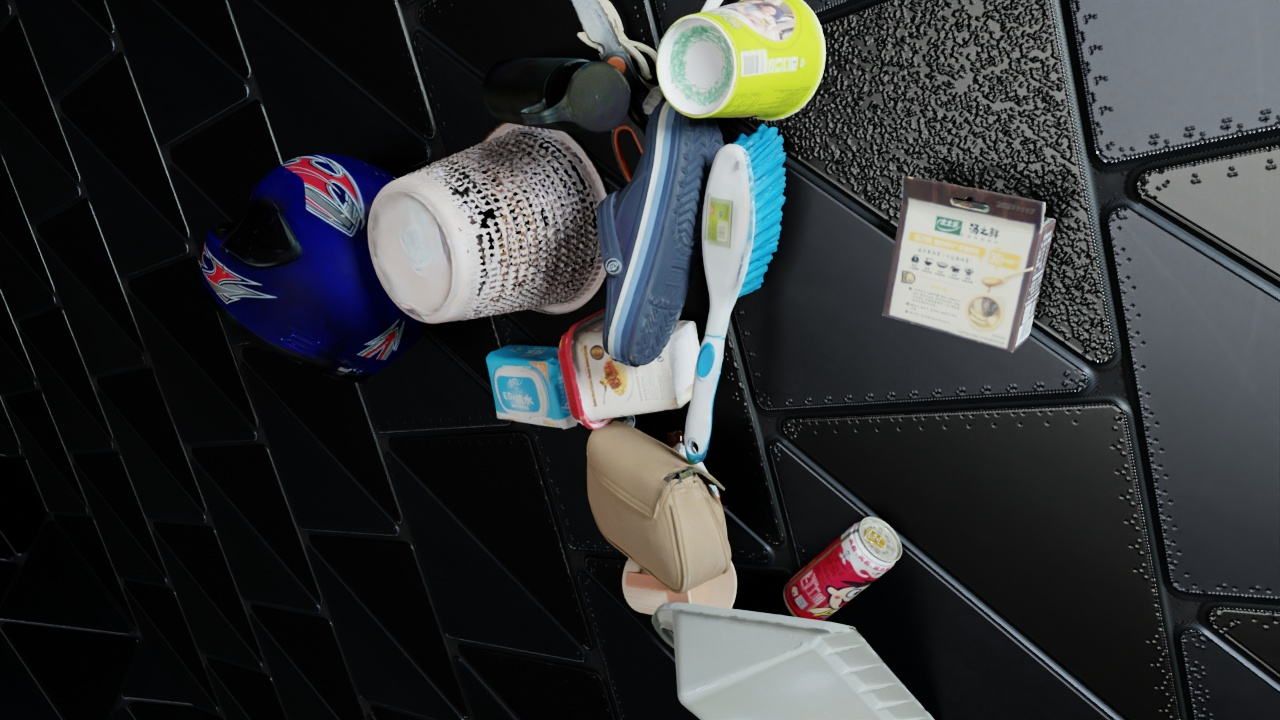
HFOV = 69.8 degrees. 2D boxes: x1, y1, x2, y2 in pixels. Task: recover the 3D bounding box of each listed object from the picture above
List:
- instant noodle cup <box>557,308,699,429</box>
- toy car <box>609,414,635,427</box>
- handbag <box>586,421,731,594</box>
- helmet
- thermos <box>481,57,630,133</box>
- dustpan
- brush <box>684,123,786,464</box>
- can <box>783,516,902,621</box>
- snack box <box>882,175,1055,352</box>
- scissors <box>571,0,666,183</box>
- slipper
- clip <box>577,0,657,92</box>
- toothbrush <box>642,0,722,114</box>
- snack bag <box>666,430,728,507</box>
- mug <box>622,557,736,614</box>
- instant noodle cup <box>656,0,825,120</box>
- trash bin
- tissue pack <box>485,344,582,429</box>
[{"bbox_3d":[-0.006,0.006,0.973,0.124,0.116,0.117,-4,106,28],"label":"instant noodle cup"},{"bbox_3d":[-0.032,0.090,1.075,0.049,0.031,0.106,28,125,28],"label":"toy car"},{"bbox_3d":[0.018,0.151,0.978,0.205,0.099,0.148,26,132,53],"label":"handbag"},{"bbox_3d":[-0.385,-0.135,1.136,0.315,0.247,0.240,33,99,29],"label":"helmet"},{"bbox_3d":[-0.096,-0.252,0.874,0.242,0.089,0.068,34,141,61],"label":"thermos"},{"bbox_3d":[0.139,0.314,0.971,0.258,0.142,0.223,-27,126,20],"label":"dustpan"},{"bbox_3d":[0.081,-0.057,0.868,0.061,0.109,0.315,17,121,27],"label":"brush"},{"bbox_3d":[0.201,0.212,0.919,0.053,0.053,0.133,47,131,14],"label":"can"},{"bbox_3d":[0.264,-0.082,0.742,0.113,0.053,0.126,20,120,32],"label":"snack box"},{"bbox_3d":[-0.002,-0.271,0.860,0.139,0.021,0.235,-1,121,11],"label":"scissors"},{"bbox_3d":[0.008,-0.121,0.867,0.095,0.105,0.253,20,105,23],"label":"slipper"},{"bbox_3d":[-0.018,-0.304,0.896,0.100,0.034,0.075,51,133,14],"label":"clip"},{"bbox_3d":[0.052,-0.299,0.821,0.016,0.016,0.180,30,113,-12],"label":"toothbrush"},{"bbox_3d":[0.059,0.125,1.017,0.105,0.026,0.045,62,159,0],"label":"snack bag"},{"bbox_3d":[0.033,0.252,1.038,0.106,0.114,0.081,-5,75,43],"label":"mug"},{"bbox_3d":[0.078,-0.253,0.776,0.112,0.123,0.112,17,119,34],"label":"instant noodle cup"},{"bbox_3d":[-0.173,-0.136,0.990,0.228,0.191,0.228,16,118,34],"label":"trash bin"},{"bbox_3d":[-0.123,0.030,1.104,0.140,0.063,0.090,4,111,39],"label":"tissue pack"}]
